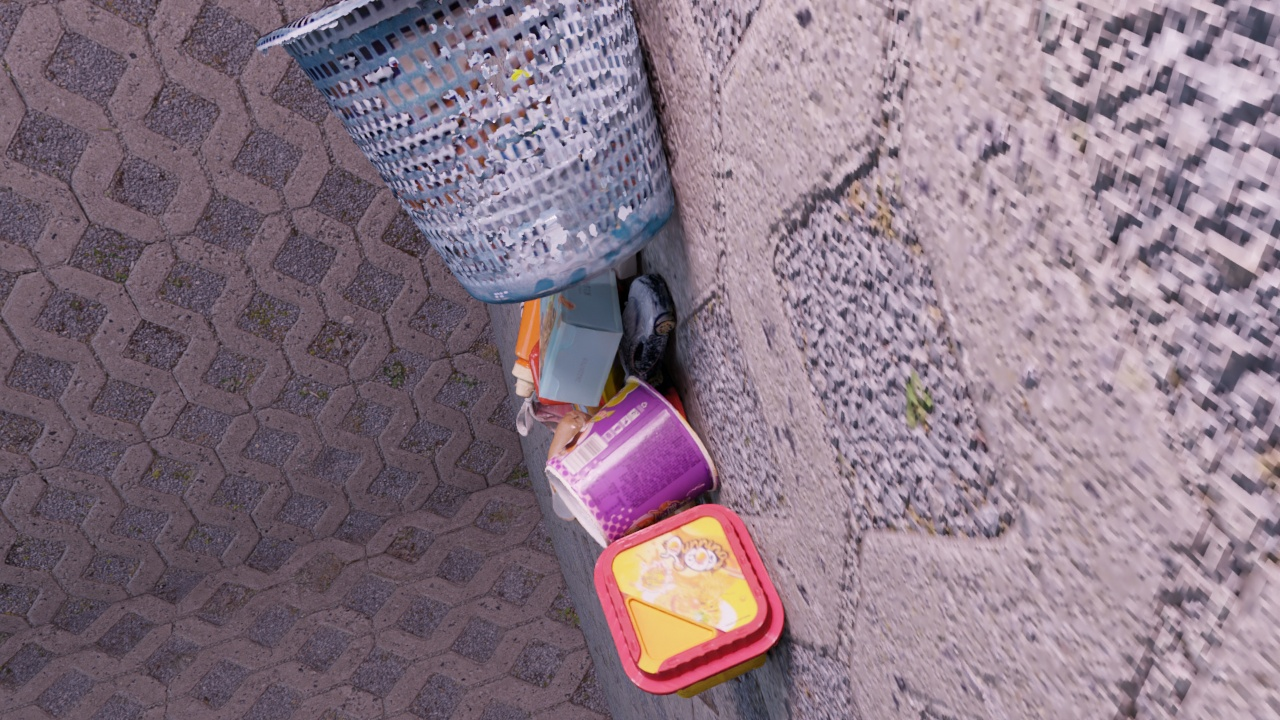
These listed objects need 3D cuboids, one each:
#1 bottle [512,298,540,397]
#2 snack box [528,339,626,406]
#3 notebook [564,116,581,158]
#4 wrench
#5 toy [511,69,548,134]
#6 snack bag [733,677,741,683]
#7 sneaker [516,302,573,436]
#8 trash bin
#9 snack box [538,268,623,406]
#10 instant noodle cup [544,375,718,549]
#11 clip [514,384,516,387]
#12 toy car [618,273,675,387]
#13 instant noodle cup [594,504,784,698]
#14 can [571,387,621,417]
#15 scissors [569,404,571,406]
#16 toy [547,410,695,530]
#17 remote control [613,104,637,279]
[{"bbox_3d":[-0.112,-0.028,1.049,0.067,0.066,0.149,-142,70,-72],"label":"bottle"},{"bbox_3d":[-0.062,0.005,0.901,0.091,0.080,0.082,-69,-32,-71],"label":"snack box"},{"bbox_3d":[-0.071,-0.160,0.804,0.208,0.008,0.148,-164,84,-77],"label":"notebook"},{"bbox_3d":[-0.013,-0.032,0.818,0.273,0.016,0.056,-119,31,-43],"label":"wrench"},{"bbox_3d":[-0.108,-0.254,0.945,0.097,0.031,0.100,-148,38,-74],"label":"toy"},{"bbox_3d":[0.063,0.231,0.808,0.045,0.026,0.105,-12,95,70],"label":"snack bag"},{"bbox_3d":[-0.105,0.032,1.125,0.119,0.087,0.241,-22,88,54],"label":"sneaker"},{"bbox_3d":[-0.080,-0.152,0.564,0.195,0.226,0.226,65,174,-27],"label":"trash bin"},{"bbox_3d":[-0.053,-0.042,0.769,0.174,0.051,0.074,-99,24,-56],"label":"snack box"},{"bbox_3d":[-0.011,0.085,0.707,0.111,0.099,0.112,47,165,16],"label":"instant noodle cup"},{"bbox_3d":[-0.103,0.032,1.195,0.095,0.102,0.035,48,166,0],"label":"clip"},{"bbox_3d":[0.001,-0.021,0.721,0.106,0.031,0.049,102,149,-46],"label":"toy car"},{"bbox_3d":[0.040,0.185,0.672,0.124,0.116,0.116,69,177,-55],"label":"instant noodle cup"},{"bbox_3d":[-0.052,0.023,0.994,0.058,0.058,0.146,131,122,-77],"label":"can"},{"bbox_3d":[-0.038,0.073,1.077,0.175,0.133,0.014,35,-154,-11],"label":"scissors"},{"bbox_3d":[-0.005,0.128,0.846,0.226,0.082,0.143,16,131,50],"label":"toy"},{"bbox_3d":[-0.020,-0.133,0.715,0.150,0.021,0.058,88,161,-51],"label":"remote control"}]
